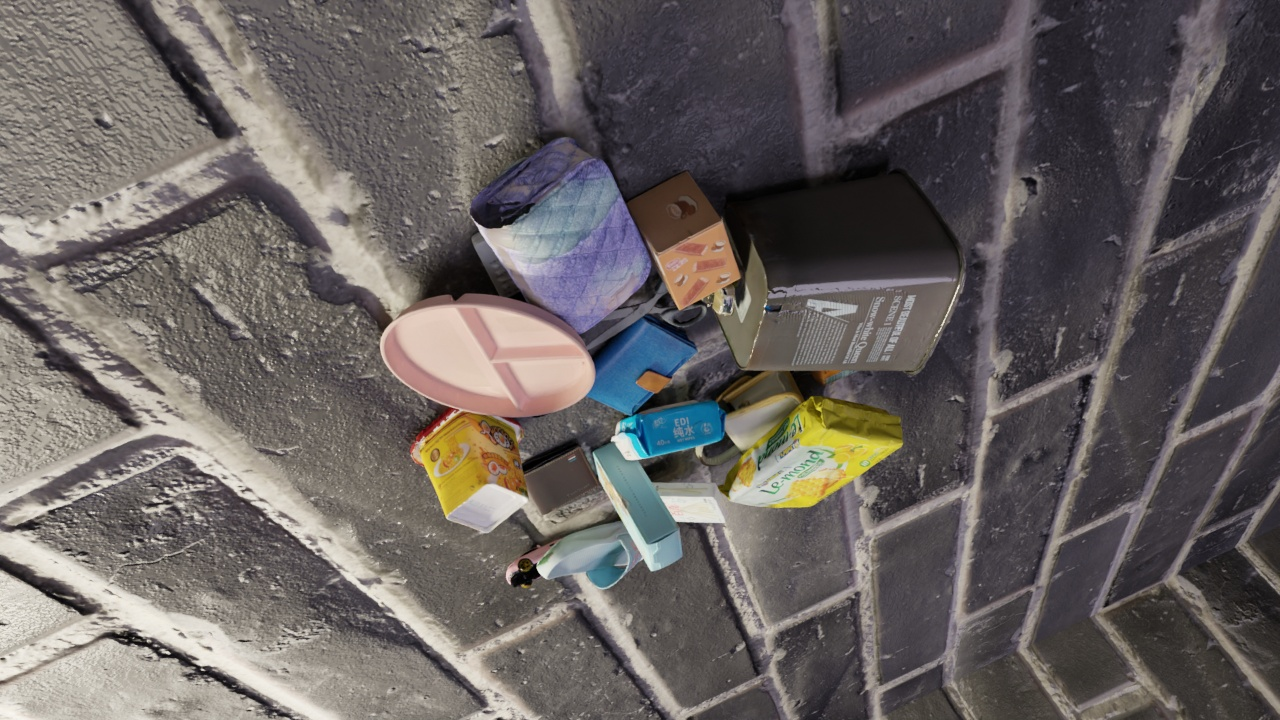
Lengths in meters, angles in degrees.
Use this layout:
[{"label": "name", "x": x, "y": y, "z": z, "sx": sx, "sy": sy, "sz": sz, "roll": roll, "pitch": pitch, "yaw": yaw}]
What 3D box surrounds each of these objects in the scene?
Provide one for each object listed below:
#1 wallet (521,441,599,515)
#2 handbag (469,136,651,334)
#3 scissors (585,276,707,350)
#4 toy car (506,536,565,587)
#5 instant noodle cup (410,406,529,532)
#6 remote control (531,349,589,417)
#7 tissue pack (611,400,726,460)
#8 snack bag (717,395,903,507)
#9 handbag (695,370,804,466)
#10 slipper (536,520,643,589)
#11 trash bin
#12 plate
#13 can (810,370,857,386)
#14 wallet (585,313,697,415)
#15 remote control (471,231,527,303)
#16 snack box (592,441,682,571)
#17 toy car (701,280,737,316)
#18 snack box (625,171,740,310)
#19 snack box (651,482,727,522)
[{"label": "wallet", "x": -0.114, "y": 0.164, "z": 1.277, "sx": 0.096, "sy": 0.020, "sz": 0.122, "roll": -24, "pitch": 143, "yaw": -4}, {"label": "handbag", "x": -0.075, "y": -0.120, "z": 0.923, "sx": 0.134, "sy": 0.075, "sz": 0.194, "roll": -41, "pitch": 143, "yaw": -10}, {"label": "scissors", "x": 0.007, "y": -0.062, "z": 1.069, "sx": 0.159, "sy": 0.014, "sz": 0.174, "roll": 23, "pitch": 107, "yaw": -37}, {"label": "toy car", "x": -0.149, "y": 0.304, "z": 1.400, "sx": 0.122, "sy": 0.037, "sz": 0.056, "roll": -23, "pitch": 143, "yaw": -24}, {"label": "instant noodle cup", "x": -0.199, "y": 0.130, "z": 1.107, "sx": 0.116, "sy": 0.123, "sz": 0.116, "roll": -38, "pitch": 140, "yaw": 15}, {"label": "remote control", "x": -0.103, "y": 0.022, "z": 1.110, "sx": 0.053, "sy": 0.024, "sz": 0.137, "roll": -14, "pitch": 149, "yaw": -38}, {"label": "tissue pack", "x": 0.038, "y": 0.091, "z": 1.223, "sx": 0.139, "sy": 0.063, "sz": 0.090, "roll": -10, "pitch": 174, "yaw": -21}, {"label": "snack bag", "x": 0.237, "y": 0.132, "z": 1.291, "sx": 0.157, "sy": 0.068, "sz": 0.247, "roll": 11, "pitch": 140, "yaw": -31}, {"label": "handbag", "x": 0.153, "y": 0.089, "z": 1.312, "sx": 0.179, "sy": 0.063, "sz": 0.163, "roll": -25, "pitch": 143, "yaw": 12}, {"label": "slipper", "x": -0.054, "y": 0.298, "z": 1.383, "sx": 0.104, "sy": 0.074, "sz": 0.245, "roll": -47, "pitch": 152, "yaw": 25}, {"label": "trash bin", "x": 0.210, "y": -0.091, "z": 1.042, "sx": 0.219, "sy": 0.198, "sz": 0.199, "roll": -6, "pitch": 138, "yaw": -15}, {"label": "plate", "x": -0.162, "y": -0.004, "z": 0.987, "sx": 0.229, "sy": 0.028, "sz": 0.230, "roll": 3, "pitch": 149, "yaw": 2}, {"label": "can", "x": 0.304, "y": -0.018, "z": 1.271, "sx": 0.146, "sy": 0.058, "sz": 0.058, "roll": -23, "pitch": 141, "yaw": -4}, {"label": "wallet", "x": -0.007, "y": 0.007, "z": 1.146, "sx": 0.106, "sy": 0.040, "sz": 0.133, "roll": 27, "pitch": 118, "yaw": -40}, {"label": "remote control", "x": -0.129, "y": -0.088, "z": 0.983, "sx": 0.058, "sy": 0.021, "sz": 0.150, "roll": -24, "pitch": 140, "yaw": -2}, {"label": "snack box", "x": -0.005, "y": 0.194, "z": 1.245, "sx": 0.051, "sy": 0.174, "sz": 0.074, "roll": -23, "pitch": 141, "yaw": -13}, {"label": "toy car", "x": 0.082, "y": -0.082, "z": 1.029, "sx": 0.035, "sy": 0.090, "sz": 0.042, "roll": -8, "pitch": 123, "yaw": -16}, {"label": "snack box", "x": 0.046, "y": -0.127, "z": 0.978, "sx": 0.077, "sy": 0.092, "sz": 0.094, "roll": -28, "pitch": 141, "yaw": 1}, {"label": "snack box", "x": 0.043, "y": 0.208, "z": 1.346, "sx": 0.157, "sy": 0.026, "sz": 0.085, "roll": -3, "pitch": 145, "yaw": 19}]
